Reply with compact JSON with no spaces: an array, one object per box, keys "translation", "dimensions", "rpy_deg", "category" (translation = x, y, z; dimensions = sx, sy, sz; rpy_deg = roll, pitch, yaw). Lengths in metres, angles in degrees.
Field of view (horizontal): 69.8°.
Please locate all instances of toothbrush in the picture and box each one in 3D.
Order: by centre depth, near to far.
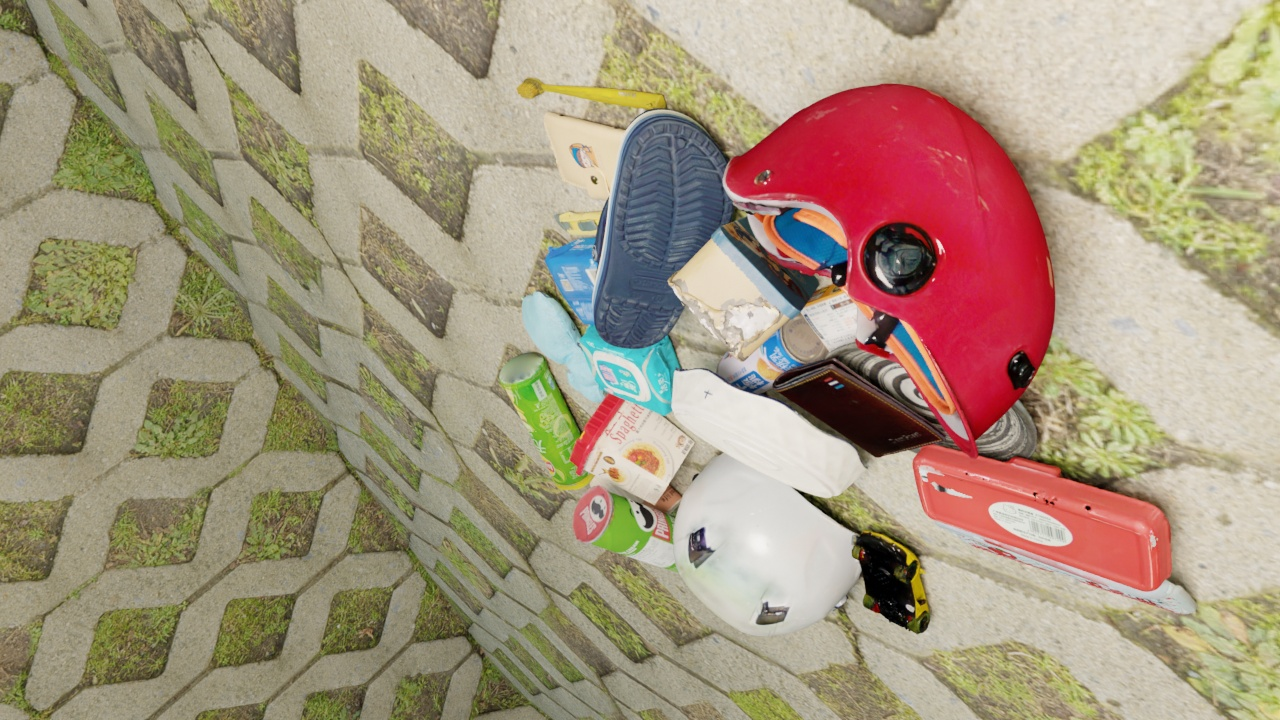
[{"translation":[-0.050,-0.241,0.837],"dimensions":[0.190,0.016,0.016],"rpy_deg":[21,144,41],"category":"toothbrush"}]

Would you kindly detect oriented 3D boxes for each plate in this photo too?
[{"translation":[0.233,0.031,0.745],"dimensions":[0.179,0.024,0.180],"rpy_deg":[26,160,10],"category":"plate"},{"translation":[0.117,0.074,0.891],"dimensions":[0.205,0.045,0.205],"rpy_deg":[27,171,5],"category":"plate"}]

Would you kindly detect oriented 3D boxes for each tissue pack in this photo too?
[{"translation":[-0.037,-0.086,0.985],"dimensions":[0.157,0.052,0.095],"rpy_deg":[6,130,52],"category":"tissue pack"},{"translation":[-0.006,0.006,1.064],"dimensions":[0.134,0.050,0.093],"rpy_deg":[18,140,44],"category":"tissue pack"}]

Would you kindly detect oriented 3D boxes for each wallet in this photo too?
[{"translation":[0.183,0.041,0.775],"dimensions":[0.122,0.020,0.096],"rpy_deg":[32,160,-13],"category":"wallet"},{"translation":[-0.043,-0.191,0.888],"dimensions":[0.115,0.024,0.087],"rpy_deg":[23,145,38],"category":"wallet"}]

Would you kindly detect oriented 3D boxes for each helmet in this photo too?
[{"translation":[0.173,-0.072,0.570],"dimensions":[0.240,0.144,0.207],"rpy_deg":[50,-173,17],"category":"helmet"},{"translation":[0.126,0.231,1.063],"dimensions":[0.229,0.145,0.259],"rpy_deg":[43,153,9],"category":"helmet"}]

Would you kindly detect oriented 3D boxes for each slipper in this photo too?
[{"translation":[0.013,-0.118,0.834],"dimensions":[0.253,0.105,0.095],"rpy_deg":[105,161,-44],"category":"slipper"}]

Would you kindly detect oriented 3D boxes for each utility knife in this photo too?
[{"translation":[-0.039,-0.146,0.957],"dimensions":[0.167,0.018,0.031],"rpy_deg":[2,134,49],"category":"utility knife"}]

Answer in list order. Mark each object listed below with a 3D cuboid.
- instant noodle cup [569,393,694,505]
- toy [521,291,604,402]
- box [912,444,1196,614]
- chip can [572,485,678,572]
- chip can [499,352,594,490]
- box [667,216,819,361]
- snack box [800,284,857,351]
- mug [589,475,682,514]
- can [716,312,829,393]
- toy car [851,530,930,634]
[{"translation":[-0.008,0.109,1.149],"dimensions":[0.124,0.116,0.117],"rpy_deg":[32,151,5],"category":"instant noodle cup"},{"translation":[-0.100,-0.022,1.165],"dimensions":[0.156,0.049,0.162],"rpy_deg":[38,155,22],"category":"toy"},{"translation":[0.327,0.142,0.742],"dimensions":[0.201,0.058,0.161],"rpy_deg":[14,149,49],"category":"box"},{"translation":[0.024,0.228,1.170],"dimensions":[0.236,0.072,0.072],"rpy_deg":[27,168,-36],"category":"chip can"},{"translation":[-0.133,0.089,1.334],"dimensions":[0.073,0.072,0.221],"rpy_deg":[18,140,45],"category":"chip can"},{"translation":[0.087,-0.062,0.726],"dimensions":[0.090,0.184,0.062],"rpy_deg":[46,112,0],"category":"box"},{"translation":[0.198,-0.036,0.738],"dimensions":[0.075,0.026,0.154],"rpy_deg":[52,153,-9],"category":"snack box"},{"translation":[-0.004,0.183,1.276],"dimensions":[0.106,0.081,0.114],"rpy_deg":[44,-178,11],"category":"mug"},{"translation":[0.122,-0.003,0.862],"dimensions":[0.053,0.053,0.135],"rpy_deg":[49,153,-2],"category":"can"},{"translation":[0.268,0.232,0.971],"dimensions":[0.071,0.041,0.156],"rpy_deg":[19,143,43],"category":"toy car"}]
